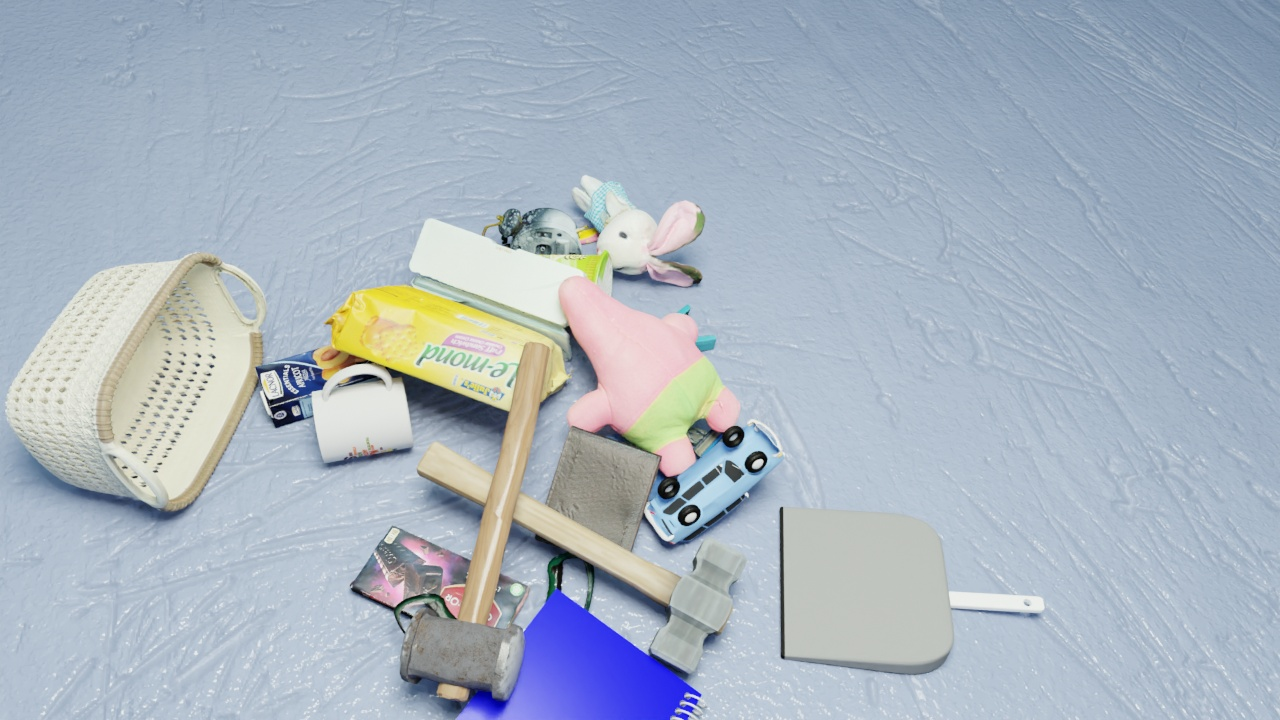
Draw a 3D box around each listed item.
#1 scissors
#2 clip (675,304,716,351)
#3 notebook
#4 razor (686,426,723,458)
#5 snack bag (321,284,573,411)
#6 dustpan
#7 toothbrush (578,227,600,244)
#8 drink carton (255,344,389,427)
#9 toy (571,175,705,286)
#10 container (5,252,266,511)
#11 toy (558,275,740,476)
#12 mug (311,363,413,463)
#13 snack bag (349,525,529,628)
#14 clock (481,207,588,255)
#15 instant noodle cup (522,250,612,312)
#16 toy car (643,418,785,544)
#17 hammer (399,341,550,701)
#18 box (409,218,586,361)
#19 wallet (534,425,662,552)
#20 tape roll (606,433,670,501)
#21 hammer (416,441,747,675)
[{"bbox_3d":[-0.128,0.248,0.829,0.204,0.015,0.201,18,53,-7],"label":"scissors"},{"bbox_3d":[0.032,-0.010,1.079,0.126,0.028,0.113,-14,52,-19],"label":"clip"},{"bbox_3d":[-0.064,0.324,0.774,0.171,0.022,0.208,34,54,10],"label":"notebook"},{"bbox_3d":[0.028,0.057,1.025,0.144,0.022,0.042,36,68,27],"label":"razor"},{"bbox_3d":[-0.197,-0.019,0.966,0.247,0.068,0.159,20,11,2],"label":"snack bag"},{"bbox_3d":[0.268,0.229,0.908,0.258,0.033,0.162,2,50,6],"label":"dustpan"},{"bbox_3d":[-0.093,-0.158,1.192,0.135,0.016,0.021,-13,51,-23],"label":"toothbrush"},{"bbox_3d":[-0.344,0.020,0.995,0.129,0.040,0.064,-19,55,-21],"label":"drink carton"},{"bbox_3d":[-0.024,-0.167,1.139,0.105,0.131,0.205,-33,57,-29],"label":"toy"},{"bbox_3d":[-0.482,0.016,0.898,0.143,0.185,0.245,2,48,8],"label":"container"},{"bbox_3d":[-0.006,0.006,0.972,0.191,0.097,0.236,-41,88,-25],"label":"toy"},{"bbox_3d":[-0.285,0.049,0.937,0.089,0.105,0.073,-10,40,-15],"label":"mug"},{"bbox_3d":[-0.189,0.216,0.867,0.155,0.018,0.074,22,52,8],"label":"snack bag"},{"bbox_3d":[-0.130,-0.142,1.126,0.129,0.090,0.052,3,45,-10],"label":"clock"},{"bbox_3d":[-0.095,-0.084,1.085,0.108,0.099,0.098,6,49,8],"label":"instant noodle cup"},{"bbox_3d":[0.077,0.124,0.922,0.153,0.055,0.056,-38,44,-2],"label":"toy car"},{"bbox_3d":[-0.125,0.132,0.820,0.098,0.052,0.327,7,66,10],"label":"hammer"},{"bbox_3d":[-0.162,-0.078,1.043,0.197,0.126,0.075,20,51,10],"label":"box"},{"bbox_3d":[-0.042,0.136,0.914,0.099,0.031,0.120,18,81,8],"label":"wallet"},{"bbox_3d":[-0.016,0.118,0.969,0.093,0.016,0.091,35,55,21],"label":"tape roll"},{"bbox_3d":[-0.063,0.166,0.862,0.323,0.051,0.117,27,70,7],"label":"hammer"}]
